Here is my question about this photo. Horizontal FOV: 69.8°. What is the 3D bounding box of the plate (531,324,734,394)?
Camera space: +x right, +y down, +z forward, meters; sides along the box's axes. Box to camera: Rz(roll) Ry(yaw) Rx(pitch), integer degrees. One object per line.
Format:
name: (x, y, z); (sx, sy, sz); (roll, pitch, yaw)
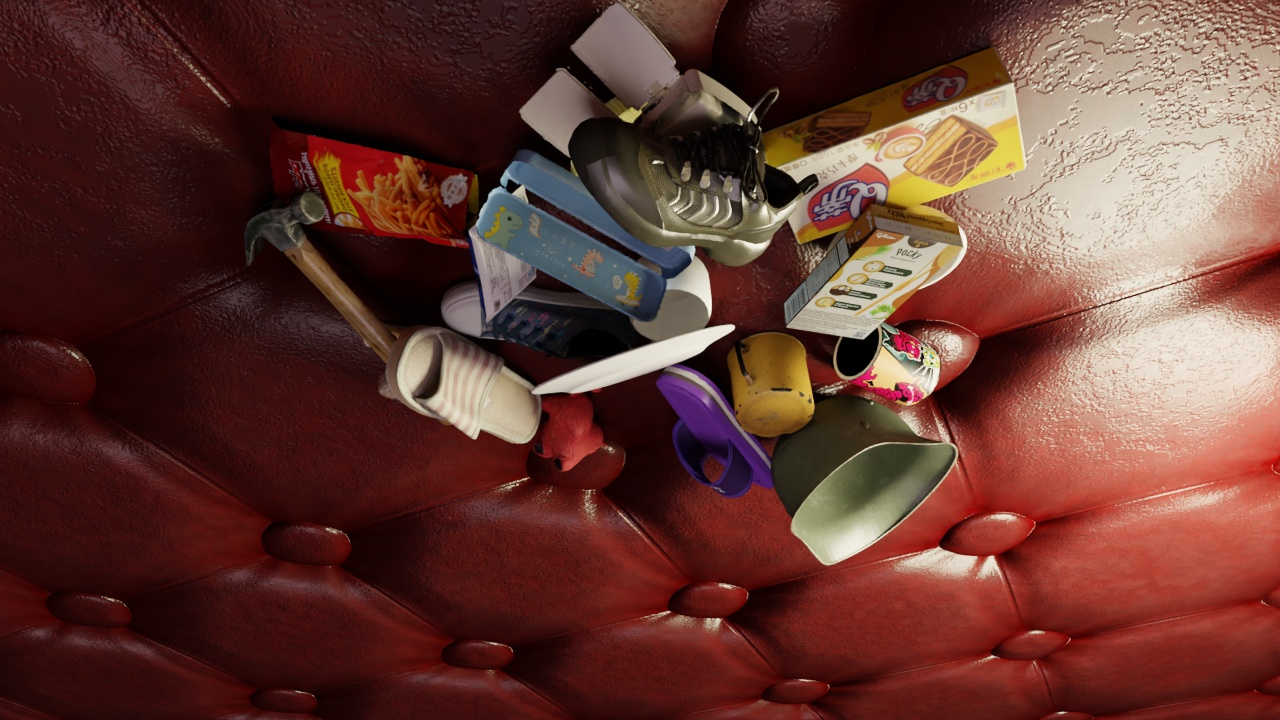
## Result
plate: (-0.006, 0.006, 1.047); (0.242, 0.016, 0.242); (-18, 175, -2)

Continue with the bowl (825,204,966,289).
bowl: (0.271, -0.126, 0.991); (0.149, 0.043, 0.150); (-2, 151, -1)

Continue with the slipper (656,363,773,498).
slipper: (0.087, 0.114, 1.199); (0.107, 0.084, 0.266); (19, 157, 40)

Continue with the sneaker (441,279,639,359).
sneaker: (-0.113, -0.035, 1.062); (0.235, 0.079, 0.088); (5, 138, -7)

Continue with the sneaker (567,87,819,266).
sneaker: (0.064, -0.162, 0.783); (0.237, 0.101, 0.143); (14, 143, -42)

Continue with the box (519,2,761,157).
box: (0.001, -0.216, 0.826); (0.145, 0.057, 0.187); (-35, 132, 31)

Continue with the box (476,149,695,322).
box: (-0.053, -0.121, 0.913); (0.209, 0.085, 0.073); (27, 160, -16)

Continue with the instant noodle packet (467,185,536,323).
instant noodle packet: (-0.144, -0.111, 0.976); (0.026, 0.086, 0.134); (27, 145, 22)

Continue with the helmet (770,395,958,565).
helmet: (0.263, 0.133, 1.193); (0.267, 0.154, 0.227); (2, 130, -49)

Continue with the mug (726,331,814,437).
mug: (0.154, 0.026, 1.130); (0.101, 0.094, 0.123); (-28, 133, 27)

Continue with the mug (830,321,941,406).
mug: (0.291, 0.004, 1.131); (0.098, 0.081, 0.118); (22, 161, -25)

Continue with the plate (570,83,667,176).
plate: (0.025, -0.201, 0.907); (0.184, 0.036, 0.185); (-1, 139, -1)

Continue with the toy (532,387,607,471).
toy: (-0.081, 0.073, 1.217); (0.093, 0.088, 0.133); (-8, 130, -45)

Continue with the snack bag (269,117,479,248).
snack bag: (-0.270, -0.171, 0.936); (0.208, 0.066, 0.139); (12, 144, -2)

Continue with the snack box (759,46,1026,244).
snack box: (0.244, -0.203, 0.893); (0.231, 0.061, 0.110); (-17, 138, 17)

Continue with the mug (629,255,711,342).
mug: (0.029, -0.067, 1.038); (0.094, 0.068, 0.116); (9, 138, -12)

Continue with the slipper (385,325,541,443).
slipper: (-0.193, 0.038, 1.090); (0.052, 0.115, 0.262); (2, 162, 31)

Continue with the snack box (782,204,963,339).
snack box: (0.241, -0.088, 0.975); (0.101, 0.031, 0.186); (8, 149, -18)

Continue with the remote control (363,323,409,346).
remote control: (-0.275, -0.024, 1.116); (0.125, 0.018, 0.038); (9, 142, -9)

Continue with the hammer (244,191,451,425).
hammer: (-0.309, -0.042, 1.026); (0.132, 0.033, 0.330); (-11, 131, 31)

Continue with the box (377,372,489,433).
box: (-0.235, 0.042, 1.155); (0.187, 0.056, 0.071); (24, 116, -35)
